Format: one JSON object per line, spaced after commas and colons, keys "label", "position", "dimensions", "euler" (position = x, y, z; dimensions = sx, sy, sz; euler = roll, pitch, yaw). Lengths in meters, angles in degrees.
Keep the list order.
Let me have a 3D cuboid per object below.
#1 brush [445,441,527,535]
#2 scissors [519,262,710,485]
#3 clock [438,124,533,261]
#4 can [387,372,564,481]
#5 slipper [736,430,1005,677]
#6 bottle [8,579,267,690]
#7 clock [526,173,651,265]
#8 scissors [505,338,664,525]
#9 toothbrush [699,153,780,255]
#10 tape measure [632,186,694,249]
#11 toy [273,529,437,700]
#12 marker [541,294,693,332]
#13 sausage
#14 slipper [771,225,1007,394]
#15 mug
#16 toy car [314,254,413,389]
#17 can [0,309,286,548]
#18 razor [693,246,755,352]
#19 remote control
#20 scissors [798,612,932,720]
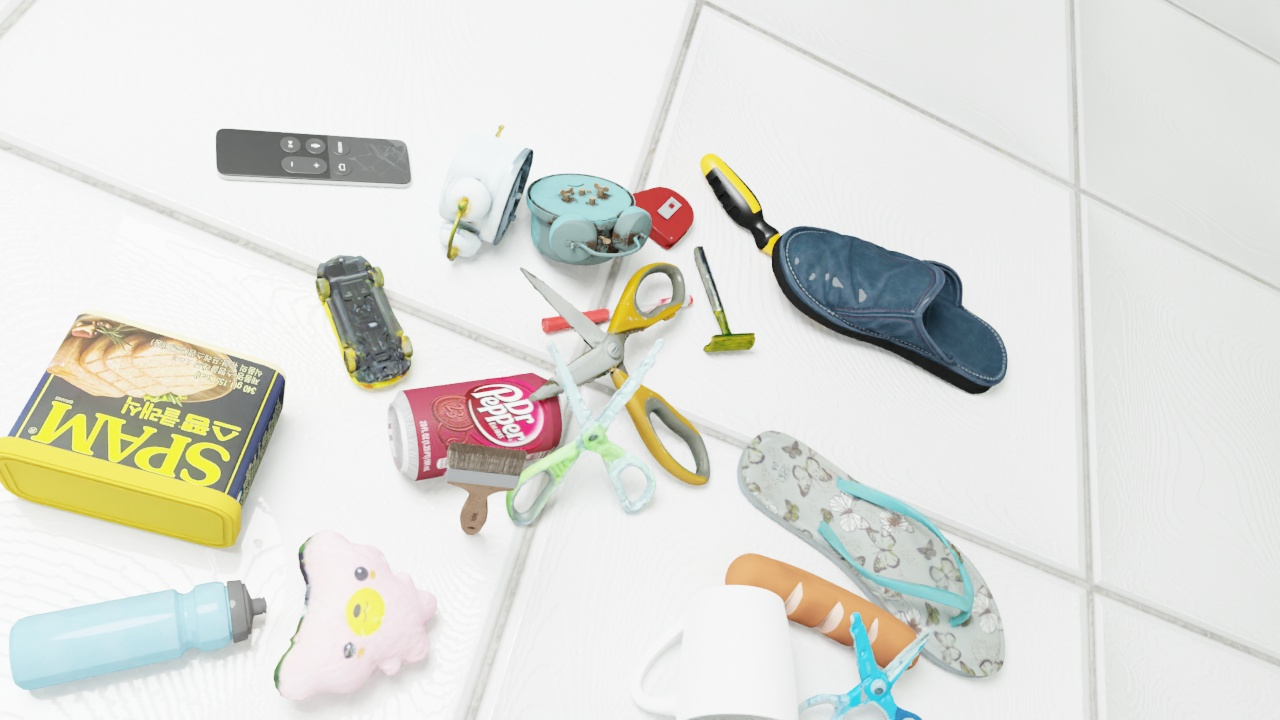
{"label": "brush", "position": [-0.102, 0.086, 0.586], "dimensions": [0.045, 0.143, 0.008], "euler": [7, 60, -10]}
{"label": "scissors", "position": [-0.005, 0.003, 0.713], "dimensions": [0.224, 0.016, 0.230], "euler": [-39, 101, -49]}
{"label": "clock", "position": [-0.126, -0.128, 0.728], "dimensions": [0.057, 0.083, 0.117], "euler": [23, 54, -4]}
{"label": "can", "position": [-0.117, 0.046, 0.650], "dimensions": [0.114, 0.063, 0.063], "euler": [-8, 67, -26]}
{"label": "slipper", "position": [0.200, 0.144, 0.740], "dimensions": [0.269, 0.055, 0.098], "euler": [40, 54, 3]}
{"label": "bottle", "position": [-0.287, 0.156, 0.534], "dimensions": [0.129, 0.040, 0.040], "euler": [-7, 67, -26]}
{"label": "clock", "position": [-0.043, -0.111, 0.745], "dimensions": [0.090, 0.053, 0.124], "euler": [-12, 40, -25]}
{"label": "scissors", "position": [-0.030, 0.054, 0.651], "dimensions": [0.165, 0.171, 0.024], "euler": [32, 15, -29]}
{"label": "toothbrush", "position": [0.118, -0.114, 0.857], "dimensions": [0.030, 0.031, 0.196], "euler": [-34, 85, -30]}
{"label": "tape measure", "position": [0.019, -0.135, 0.830], "dimensions": [0.059, 0.019, 0.051], "euler": [41, 56, 1]}
{"label": "toy", "position": [-0.175, 0.163, 0.572], "dimensions": [0.093, 0.050, 0.102], "euler": [17, 61, -20]}
{"label": "marker", "position": [-0.016, -0.041, 0.769], "dimensions": [0.142, 0.013, 0.012], "euler": [-12, 69, -28]}
{"label": "sausage", "position": [0.139, 0.189, 0.695], "dimensions": [0.164, 0.039, 0.044], "euler": [27, 39, -9]}
{"label": "slipper", "position": [0.248, -0.062, 0.841], "dimensions": [0.265, 0.084, 0.108], "euler": [26, 55, -13]}
{"label": "mug", "position": [0.050, 0.210, 0.635], "dimensions": [0.114, 0.081, 0.087], "euler": [-3, 54, 10]}
{"label": "toy car", "position": [-0.204, -0.030, 0.674], "dimensions": [0.049, 0.030, 0.107], "euler": [-16, 73, -28]}
{"label": "can", "position": [-0.302, 0.042, 0.569], "dimensions": [0.135, 0.075, 0.104], "euler": [18, 56, -13]}
{"label": "razor", "position": [0.065, -0.056, 0.807], "dimensions": [0.042, 0.026, 0.105], "euler": [-5, 62, -22]}
{"label": "remote control", "position": [-0.259, -0.161, 0.733], "dimensions": [0.146, 0.008, 0.045], "euler": [-2, 65, -24]}
{"label": "scissors", "position": [0.173, 0.252, 0.673], "dimensions": [0.134, 0.011, 0.140], "euler": [-41, 100, -11]}
